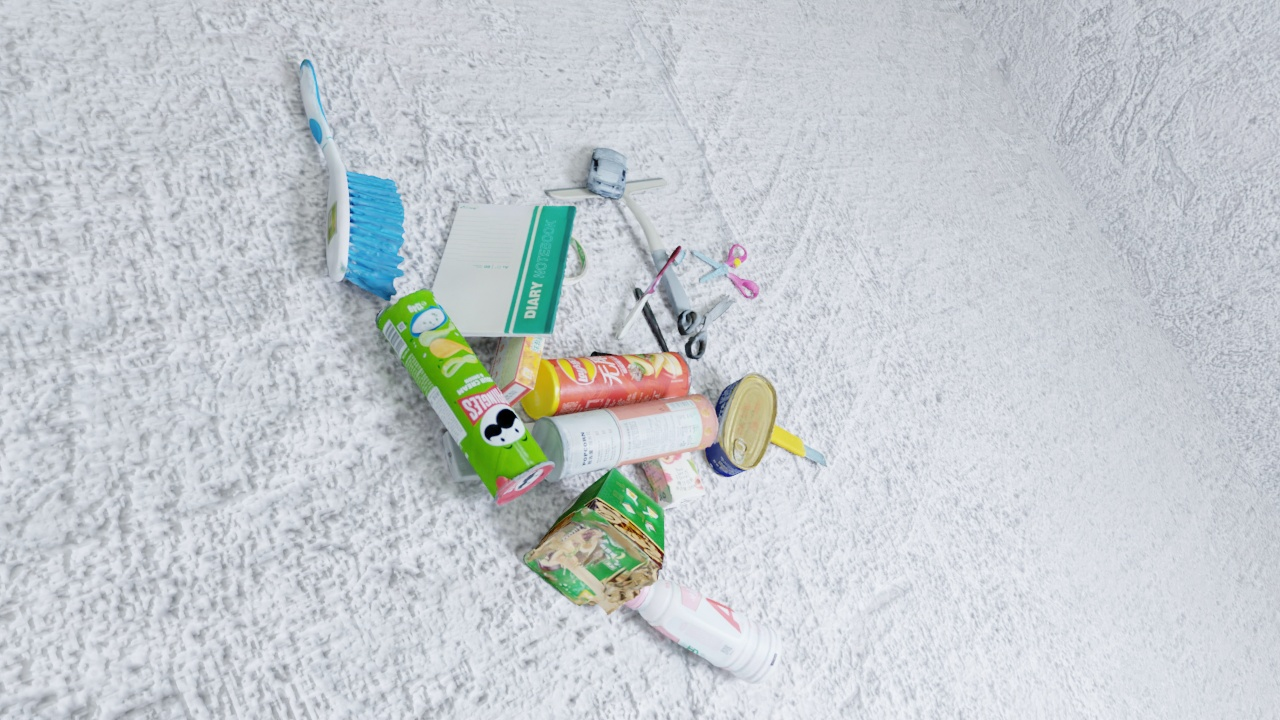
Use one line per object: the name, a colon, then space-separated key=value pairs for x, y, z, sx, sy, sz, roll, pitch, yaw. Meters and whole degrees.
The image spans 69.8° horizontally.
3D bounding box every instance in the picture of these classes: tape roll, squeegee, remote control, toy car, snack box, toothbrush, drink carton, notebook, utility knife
tape roll: x=-0.106 y=-0.138 z=1.201 sx=0.085 sy=0.014 sz=0.085 roll=22 pitch=51 yaw=-29
squeegee: x=0.017 y=-0.159 z=1.304 sx=0.245 sy=0.039 sz=0.246 roll=-17 pitch=76 yaw=-46
remote control: x=-0.149 y=0.099 z=1.003 sx=0.134 sy=0.019 sz=0.056 roll=-3 pitch=65 yaw=-42
toy car: x=-0.046 y=-0.270 z=1.307 sx=0.054 sy=0.037 sz=0.120 roll=15 pitch=38 yaw=-9
snack box: x=-0.039 y=0.186 z=0.986 sx=0.117 sy=0.118 sz=0.105 roll=42 pitch=31 yaw=-13
snack box: x=-0.138 y=-0.018 z=1.047 sx=0.027 sy=0.077 sz=0.155 roll=29 pitch=48 yaw=-25
toothbrush: x=0.015 y=-0.092 z=1.249 sx=0.017 sy=0.016 sz=0.187 roll=47 pitch=56 yaw=-21
drink carton: x=0.030 y=0.119 z=1.127 sx=0.053 sy=0.046 sz=0.122 roll=-9 pitch=69 yaw=-35
notebook: x=-0.161 y=-0.109 z=1.068 sx=0.150 sy=0.012 sz=0.208 roll=1 pitch=52 yaw=6
toothbrush: x=0.033 y=-0.022 z=1.247 sx=0.015 sy=0.018 sz=0.181 roll=-13 pitch=71 yaw=-42
utility knife: x=0.191 y=0.108 z=1.296 sx=0.197 sy=0.015 sz=0.033 roll=28 pitch=56 yaw=-22

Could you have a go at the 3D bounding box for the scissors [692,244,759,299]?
scissors: x=0.135 y=-0.133 z=1.410 sx=0.133 sy=0.017 sz=0.124 roll=-31 pitch=89 yaw=-43

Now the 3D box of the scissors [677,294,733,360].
scissors: x=0.096 y=-0.067 z=1.315 sx=0.141 sy=0.014 sz=0.173 roll=44 pitch=48 yaw=-42

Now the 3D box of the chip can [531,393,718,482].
chip can: x=-0.014 y=0.084 z=1.041 sx=0.214 sy=0.071 sz=0.071 roll=-7 pitch=68 yaw=-35

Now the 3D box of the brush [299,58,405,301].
brush: x=-0.329 y=-0.212 z=1.031 sx=0.109 sy=0.061 sz=0.314 roll=10 pitch=54 yaw=-32

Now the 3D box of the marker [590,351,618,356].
marker: x=-0.007 y=0.007 z=1.189 sx=0.131 sy=0.020 sz=0.022 roll=9 pitch=74 yaw=-37

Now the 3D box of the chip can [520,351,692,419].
chip can: x=-0.037 y=0.028 z=1.103 sx=0.216 sy=0.073 sz=0.073 roll=-3 pitch=66 yaw=-40

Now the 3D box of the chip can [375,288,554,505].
chip can: x=-0.185 y=0.035 z=0.952 sx=0.072 sy=0.072 sz=0.236 roll=-23 pitch=71 yaw=-47

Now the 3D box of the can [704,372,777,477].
can: x=0.134 y=0.085 z=1.223 sx=0.074 sy=0.049 sz=0.147 roll=33 pitch=54 yaw=-17

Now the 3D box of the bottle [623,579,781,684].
bottle: x=0.066 y=0.295 z=1.030 sx=0.197 sy=0.068 sz=0.068 roll=32 pitch=46 yaw=-17
